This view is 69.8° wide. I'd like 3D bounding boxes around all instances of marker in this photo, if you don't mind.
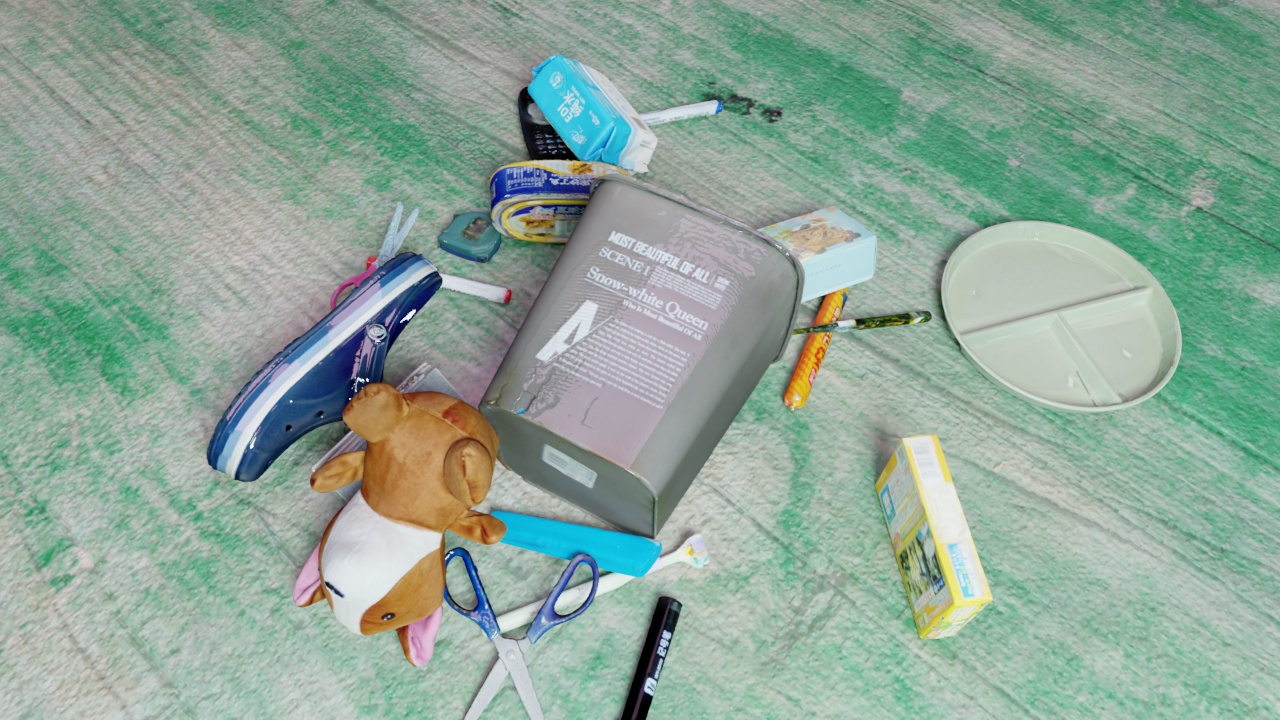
[{"bbox_3d":[0.003,0.241,0.689,0.022,0.020,0.131,-1,52,32],"label":"marker"},{"bbox_3d":[-0.196,-0.078,0.893,0.145,0.017,0.017,14,56,6],"label":"marker"},{"bbox_3d":[0.023,-0.276,1.038,0.145,0.017,0.017,-13,58,-12],"label":"marker"}]

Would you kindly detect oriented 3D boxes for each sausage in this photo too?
[{"bbox_3d":[0.167,-0.016,0.868,0.021,0.021,0.164,21,58,11],"label":"sausage"}]

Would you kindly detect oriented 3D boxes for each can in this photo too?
[{"bbox_3d":[-0.076,-0.157,0.918,0.148,0.075,0.049,0,57,-10],"label":"can"}]

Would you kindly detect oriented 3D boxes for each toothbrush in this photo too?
[{"bbox_3d":[-0.034,0.181,0.727,0.189,0.020,0.029,-18,101,-13],"label":"toothbrush"},{"bbox_3d":[0.199,-0.034,0.863,0.185,0.017,0.012,-7,79,-22],"label":"toothbrush"}]

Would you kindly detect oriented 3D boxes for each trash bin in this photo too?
[{"bbox_3d":[-0.005,0.004,0.751,0.199,0.199,0.219,25,64,13],"label":"trash bin"}]

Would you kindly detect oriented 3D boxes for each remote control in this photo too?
[{"bbox_3d":[-0.104,-0.253,1.011,0.053,0.024,0.136,-7,55,-12],"label":"remote control"}]

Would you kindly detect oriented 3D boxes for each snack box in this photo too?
[{"bbox_3d":[0.228,0.139,0.728,0.033,0.087,0.140,-3,56,-5],"label":"snack box"},{"bbox_3d":[0.135,-0.093,0.888,0.174,0.052,0.074,-19,40,-15],"label":"snack box"}]

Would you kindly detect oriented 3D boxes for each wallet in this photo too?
[{"bbox_3d":[-0.190,0.078,0.755,0.106,0.037,0.129,50,60,-17],"label":"wallet"}]

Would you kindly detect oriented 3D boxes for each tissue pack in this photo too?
[{"bbox_3d":[-0.051,-0.254,0.966,0.140,0.063,0.089,54,26,18],"label":"tissue pack"}]

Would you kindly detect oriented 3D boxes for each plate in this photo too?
[{"bbox_3d":[0.406,-0.044,0.897,0.230,0.028,0.229,2,56,-3],"label":"plate"}]

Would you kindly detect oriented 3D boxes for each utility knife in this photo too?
[{"bbox_3d":[-0.075,0.142,0.741,0.186,0.018,0.034,10,49,15],"label":"utility knife"}]

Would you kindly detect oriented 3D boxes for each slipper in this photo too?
[{"bbox_3d":[-0.253,0.013,0.786,0.095,0.105,0.252,40,64,-3],"label":"slipper"}]

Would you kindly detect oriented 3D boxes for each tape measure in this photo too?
[{"bbox_3d":[-0.168,-0.126,0.922,0.058,0.025,0.054,22,59,10],"label":"tape measure"}]

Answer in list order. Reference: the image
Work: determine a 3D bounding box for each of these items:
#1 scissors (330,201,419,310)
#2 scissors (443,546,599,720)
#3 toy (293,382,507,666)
[{"bbox_3d":[-0.257,-0.096,0.885,0.077,0.017,0.137,7,73,11],"label":"scissors"},{"bbox_3d":[-0.095,0.207,0.691,0.162,0.012,0.176,-35,70,-11],"label":"scissors"},{"bbox_3d":[-0.176,0.121,0.659,0.140,0.200,0.130,32,21,10],"label":"toy"}]
